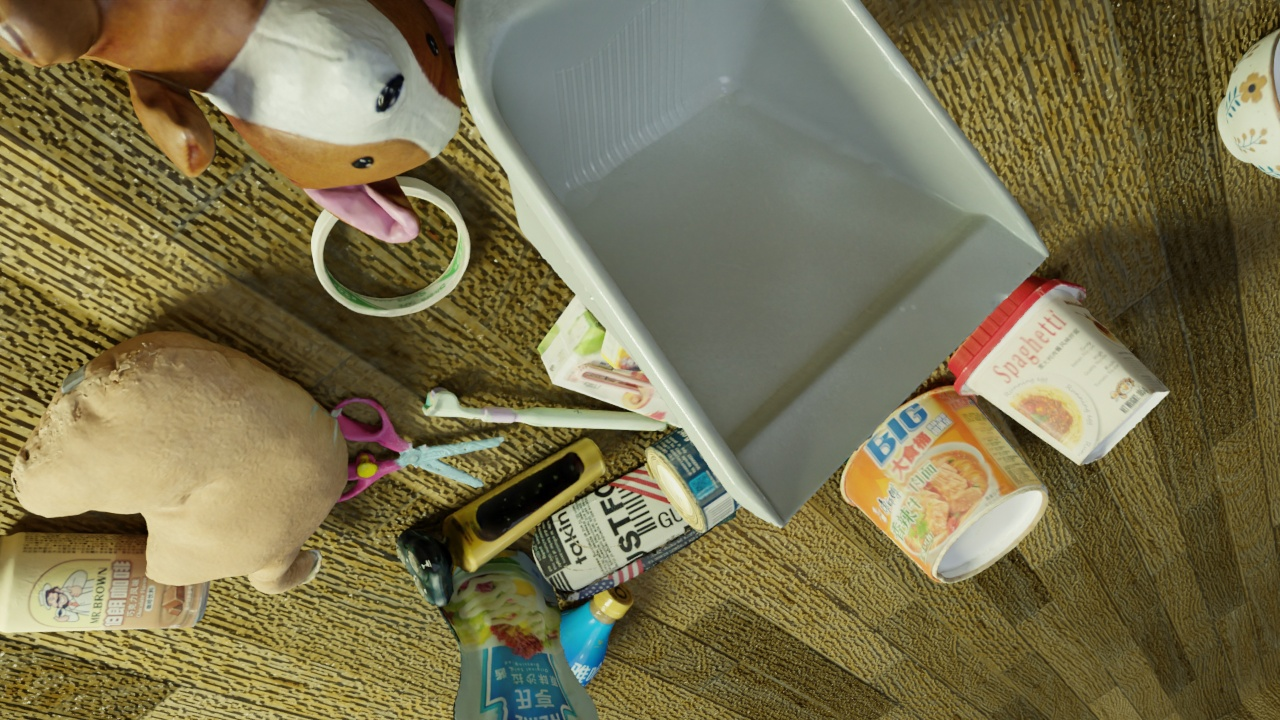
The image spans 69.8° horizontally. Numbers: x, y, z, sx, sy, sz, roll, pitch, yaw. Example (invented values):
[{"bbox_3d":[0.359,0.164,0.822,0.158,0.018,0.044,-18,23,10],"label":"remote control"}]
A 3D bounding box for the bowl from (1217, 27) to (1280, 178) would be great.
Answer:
[{"bbox_3d":[0.465,-0.180,0.663,0.113,0.113,0.062,-6,175,-22],"label":"bowl"}]

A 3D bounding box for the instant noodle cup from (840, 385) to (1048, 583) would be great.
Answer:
[{"bbox_3d":[0.268,0.113,0.796,0.151,0.111,0.152,-19,138,-18],"label":"instant noodle cup"}]

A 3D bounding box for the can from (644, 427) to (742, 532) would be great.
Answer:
[{"bbox_3d":[0.067,0.067,0.676,0.111,0.075,0.075,-32,137,-14],"label":"can"}]

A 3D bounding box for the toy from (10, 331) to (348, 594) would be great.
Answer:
[{"bbox_3d":[-0.236,0.074,0.539,0.143,0.082,0.226,-34,137,-2],"label":"toy"}]

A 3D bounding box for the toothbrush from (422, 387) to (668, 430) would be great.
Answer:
[{"bbox_3d":[-0.058,0.037,0.643,0.189,0.020,0.029,7,156,-33],"label":"toothbrush"}]

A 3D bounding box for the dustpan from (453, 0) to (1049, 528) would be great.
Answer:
[{"bbox_3d":[0.044,-0.105,0.419,0.222,0.258,0.143,-40,156,-22],"label":"dustpan"}]

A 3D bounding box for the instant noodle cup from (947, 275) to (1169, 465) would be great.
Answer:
[{"bbox_3d":[0.331,0.011,0.722,0.116,0.124,0.117,0,132,-51],"label":"instant noodle cup"}]

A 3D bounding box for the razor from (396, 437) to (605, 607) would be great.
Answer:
[{"bbox_3d":[-0.099,0.112,0.667,0.167,0.062,0.067,-33,166,-3],"label":"razor"}]

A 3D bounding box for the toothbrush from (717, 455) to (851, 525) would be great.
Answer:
[{"bbox_3d":[0.142,0.102,0.802,0.191,0.018,0.016,-22,135,-6],"label":"toothbrush"}]

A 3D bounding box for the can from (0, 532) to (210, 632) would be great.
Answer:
[{"bbox_3d":[-0.332,0.136,0.566,0.116,0.058,0.059,9,125,-32],"label":"can"}]

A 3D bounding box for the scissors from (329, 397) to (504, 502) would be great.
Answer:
[{"bbox_3d":[-0.156,0.057,0.613,0.134,0.017,0.113,-9,128,-18],"label":"scissors"}]

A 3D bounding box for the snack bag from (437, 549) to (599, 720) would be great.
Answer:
[{"bbox_3d":[-0.093,0.223,0.670,0.110,0.191,0.039,17,121,-37],"label":"snack bag"}]

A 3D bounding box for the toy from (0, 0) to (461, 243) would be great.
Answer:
[{"bbox_3d":[-0.148,-0.135,0.377,0.199,0.130,0.140,32,91,-50],"label":"toy"}]

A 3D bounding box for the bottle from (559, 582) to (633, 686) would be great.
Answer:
[{"bbox_3d":[-0.080,0.275,0.816,0.065,0.065,0.219,21,117,-38],"label":"bottle"}]

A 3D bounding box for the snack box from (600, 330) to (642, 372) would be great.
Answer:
[{"bbox_3d":[0.035,-0.058,0.558,0.086,0.034,0.140,9,104,-24],"label":"snack box"}]

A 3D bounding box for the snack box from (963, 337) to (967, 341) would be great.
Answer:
[{"bbox_3d":[0.184,0.005,0.729,0.153,0.025,0.075,-41,135,13],"label":"snack box"}]

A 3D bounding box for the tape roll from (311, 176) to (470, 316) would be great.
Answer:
[{"bbox_3d":[-0.139,-0.062,0.515,0.085,0.014,0.086,-14,134,-15],"label":"tape roll"}]

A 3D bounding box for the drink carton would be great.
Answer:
[{"bbox_3d":[-0.004,0.004,0.620,0.122,0.045,0.054,21,118,-38],"label":"drink carton"}]

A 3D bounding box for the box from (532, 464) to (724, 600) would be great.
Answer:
[{"bbox_3d":[-0.002,0.137,0.740,0.163,0.076,0.088,-29,158,-4],"label":"box"}]
